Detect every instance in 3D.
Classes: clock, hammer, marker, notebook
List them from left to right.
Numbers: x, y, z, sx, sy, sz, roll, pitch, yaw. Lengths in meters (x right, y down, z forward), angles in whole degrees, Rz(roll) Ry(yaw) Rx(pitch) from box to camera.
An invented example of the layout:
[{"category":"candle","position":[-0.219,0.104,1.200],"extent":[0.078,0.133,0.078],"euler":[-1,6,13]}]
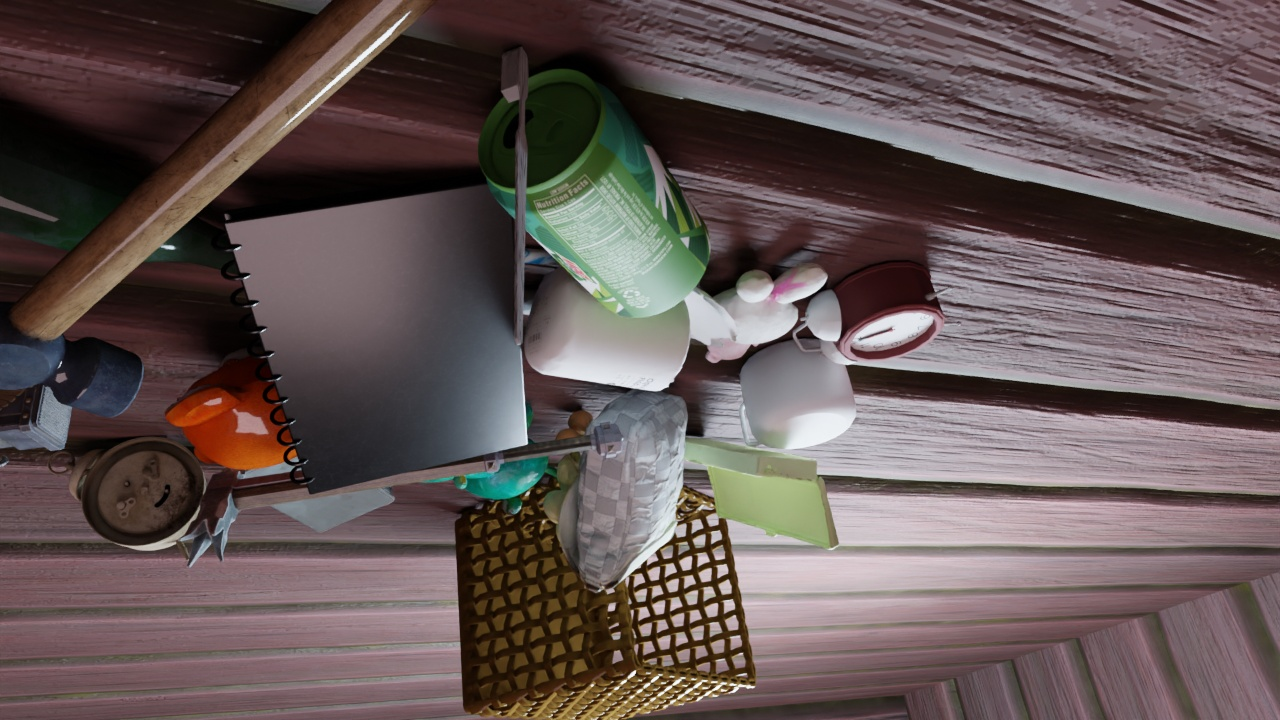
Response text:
[{"category":"hammer","position":[-0.450,0.155,0.596],"extent":[0.098,0.321,0.044],"euler":[-8,152,-2]},{"category":"clock","position":[-0.434,0.110,0.781],"extent":[0.141,0.092,0.055],"euler":[22,154,-2]},{"category":"hammer","position":[-0.223,-0.086,0.448],"extent":[0.322,0.040,0.129],"euler":[-35,145,15]},{"category":"notebook","position":[-0.162,-0.008,0.599],"extent":[0.169,0.019,0.232],"euler":[-12,135,-16]},{"category":"hammer","position":[-0.170,0.080,0.710],"extent":[0.316,0.147,0.028],"euler":[-8,115,-8]},{"category":"marker","position":[-0.031,-0.069,0.631],"extent":[0.141,0.013,0.013],"euler":[2,150,-18]},{"category":"clock","position":[0.183,-0.033,0.725],"extent":[0.125,0.044,0.087],"euler":[-20,150,16]}]

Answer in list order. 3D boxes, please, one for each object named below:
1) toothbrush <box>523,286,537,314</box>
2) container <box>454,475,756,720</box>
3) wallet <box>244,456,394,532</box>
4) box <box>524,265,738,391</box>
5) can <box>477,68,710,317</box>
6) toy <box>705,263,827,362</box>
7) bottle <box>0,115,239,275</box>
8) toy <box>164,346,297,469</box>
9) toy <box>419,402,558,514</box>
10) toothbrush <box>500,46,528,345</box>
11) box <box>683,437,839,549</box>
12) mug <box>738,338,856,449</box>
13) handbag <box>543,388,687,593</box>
[{"category":"toothbrush","position":[-0.088,-0.043,0.654],"extent":[0.185,0.022,0.024],"euler":[6,130,-28]},{"category":"container","position":[-0.040,0.268,1.026],"extent":[0.215,0.219,0.251],"euler":[-24,148,26]},{"category":"wallet","position":[-0.294,0.101,0.829],"extent":[0.100,0.054,0.131],"euler":[-24,147,9]},{"category":"box","position":[0.000,-0.024,0.646],"extent":[0.159,0.091,0.081],"euler":[13,162,-28]},{"category":"can","position":[-0.022,-0.090,0.522],"extent":[0.083,0.083,0.144],"euler":[-19,150,18]},{"category":"toy","position":[0.085,-0.037,0.698],"extent":[0.075,0.037,0.126],"euler":[-2,154,-20]},{"category":"bottle","position":[-0.282,-0.078,0.502],"extent":[0.055,0.055,0.174],"euler":[-28,149,31]},{"category":"toy","position":[-0.247,0.026,0.675],"extent":[0.172,0.092,0.164],"euler":[-13,157,-18]},{"category":"toy","position":[-0.141,0.093,0.829],"extent":[0.131,0.072,0.193],"euler":[-28,149,15]},{"category":"toothbrush","position":[-0.059,-0.082,0.424],"extent":[0.010,0.181,0.010],"euler":[-14,146,16]},{"category":"box","position":[0.099,0.109,0.860],"extent":[0.133,0.061,0.188],"euler":[48,161,-19]},{"category":"mug","position":[0.131,0.036,0.812],"extent":[0.094,0.068,0.116],"euler":[16,143,-38]},{"category":"handbag","position":[-0.023,0.103,0.826],"extent":[0.112,0.123,0.172],"euler":[-27,132,-52]}]
